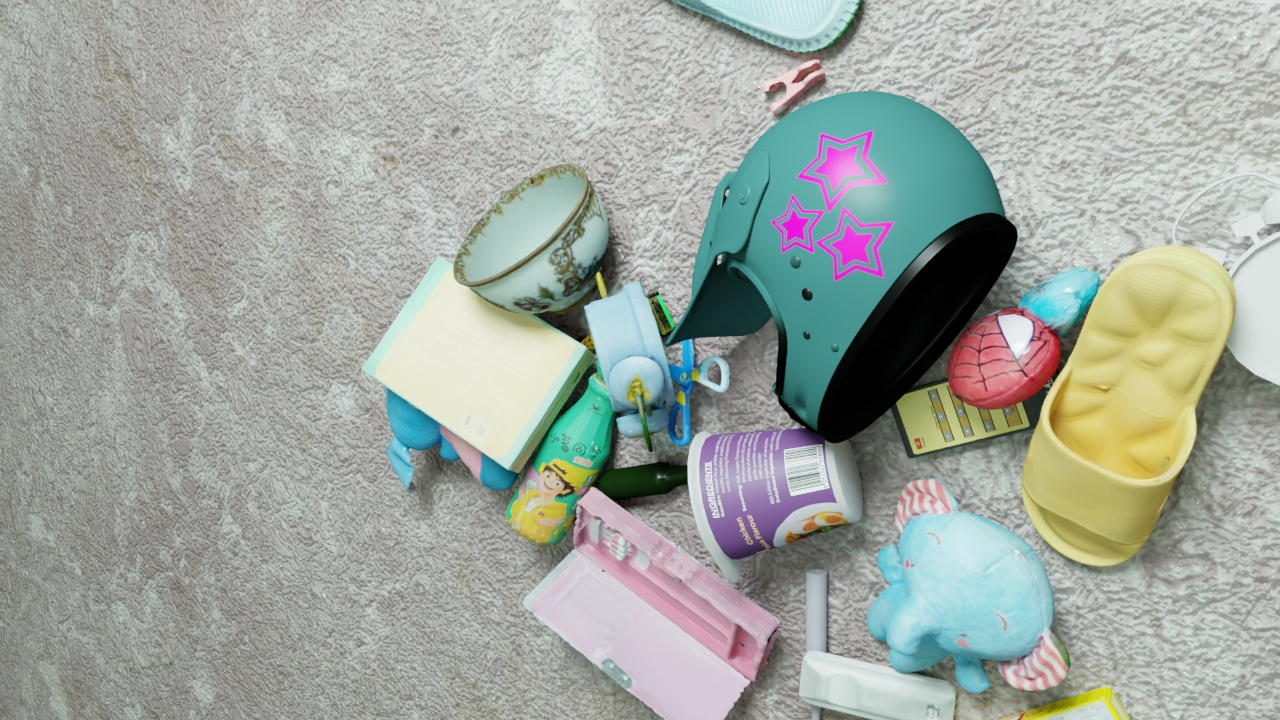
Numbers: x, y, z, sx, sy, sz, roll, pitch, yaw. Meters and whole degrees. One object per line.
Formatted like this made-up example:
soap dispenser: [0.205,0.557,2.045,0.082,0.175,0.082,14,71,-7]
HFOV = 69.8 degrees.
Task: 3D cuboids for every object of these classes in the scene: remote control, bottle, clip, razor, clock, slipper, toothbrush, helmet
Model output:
remote control: [0.208,0.296,0.813,0.133,0.022,0.050,7,102,21]
bottle: [-0.065,0.088,0.932,0.068,0.068,0.210,36,108,22]
clip: [0.127,-0.239,0.783,0.045,0.023,0.060,47,125,15]
remote control: [0.272,0.037,0.744,0.134,0.013,0.058,-21,87,33]
razor: [-0.031,-0.027,0.919,0.144,0.021,0.044,-21,101,32]
bottle: [0.017,0.117,0.908,0.123,0.033,0.033,-13,92,33]
clock: [-0.005,0.005,0.818,0.060,0.118,0.162,-16,54,-3]
slipper: [0.062,-0.351,0.776,0.276,0.069,0.116,37,119,21]
clock: [0.426,-0.052,0.603,0.120,0.061,0.159,-45,76,30]
slipper: [0.330,0.048,0.643,0.099,0.078,0.264,26,129,31]
toothbrush: [0.164,0.285,0.854,0.018,0.019,0.188,8,103,47]
helmet: [0.139,-0.077,0.713,0.200,0.176,0.276,50,129,30]

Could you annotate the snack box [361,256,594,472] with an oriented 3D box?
snack box: [-0.164,0.002,0.926,0.193,0.044,0.141,31,85,17]

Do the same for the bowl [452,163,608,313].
bowl: [-0.090,-0.102,0.887,0.160,0.159,0.094,-16,130,33]

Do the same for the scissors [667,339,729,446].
scissors: [0.046,0.015,0.846,0.124,0.016,0.125,-33,49,45]

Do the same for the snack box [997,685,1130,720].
snack box: [0.331,0.327,0.752,0.153,0.025,0.075,-35,80,31]

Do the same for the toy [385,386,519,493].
toy: [-0.199,0.062,0.995,0.191,0.098,0.224,26,100,21]

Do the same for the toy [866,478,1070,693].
toy: [0.241,0.198,0.745,0.183,0.114,0.181,57,134,22]

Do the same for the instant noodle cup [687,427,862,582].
instant noodle cup: [0.124,0.116,0.799,0.122,0.121,0.136,-15,82,24]

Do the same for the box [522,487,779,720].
box: [0.003,0.243,0.881,0.233,0.115,0.107,33,141,22]

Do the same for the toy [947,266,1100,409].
toy: [0.282,-0.018,0.677,0.062,0.092,0.133,36,104,-11]
